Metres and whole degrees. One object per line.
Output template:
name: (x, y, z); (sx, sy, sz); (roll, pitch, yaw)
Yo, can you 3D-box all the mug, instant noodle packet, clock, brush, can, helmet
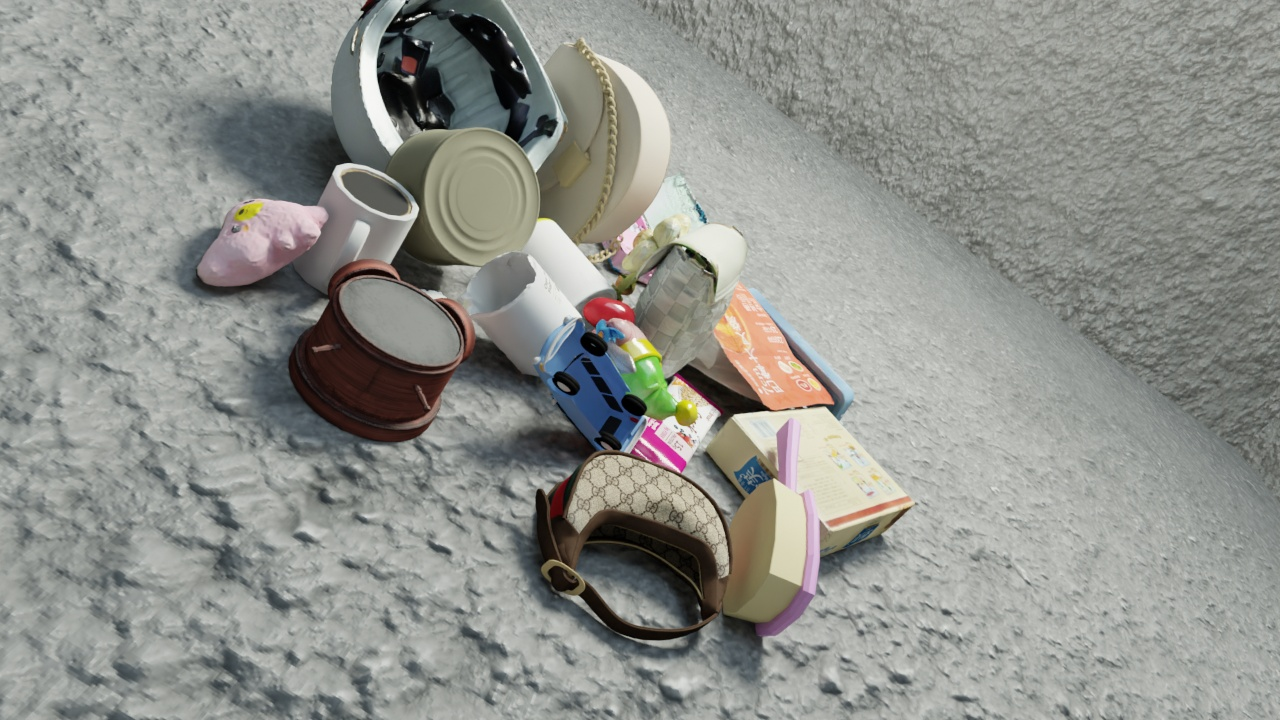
mug: (-0.087, -0.080, 0.935); (0.106, 0.083, 0.082); (48, 28, 19)
instant noodle packet: (0.120, -0.022, 1.075); (0.221, 0.084, 0.164); (45, 26, 28)
clock: (-0.194, -0.014, 0.704); (0.120, 0.072, 0.157); (30, 28, -16)
brush: (0.116, 0.130, 0.807); (0.043, 0.089, 0.228); (26, 40, -12)
mug: (-0.241, -0.100, 0.765); (0.073, 0.090, 0.105); (27, 28, -21)
can: (-0.164, -0.150, 0.848); (0.127, 0.128, 0.073); (10, 0, -44)
helmet: (-0.221, -0.264, 0.959); (0.236, 0.164, 0.263); (56, 45, -27)

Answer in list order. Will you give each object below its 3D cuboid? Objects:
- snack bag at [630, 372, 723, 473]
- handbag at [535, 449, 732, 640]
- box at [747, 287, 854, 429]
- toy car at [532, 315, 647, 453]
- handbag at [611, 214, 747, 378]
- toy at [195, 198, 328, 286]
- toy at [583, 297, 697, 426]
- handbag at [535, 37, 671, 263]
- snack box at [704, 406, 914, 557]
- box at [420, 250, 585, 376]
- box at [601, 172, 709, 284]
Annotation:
snack bag: (0.036, 0.065, 0.928); (0.070, 0.016, 0.196); (40, 26, 3)
handbag: (-0.005, 0.144, 0.705); (0.166, 0.063, 0.138); (24, 38, -26)
box: (0.189, 0.007, 1.172); (0.209, 0.049, 0.120); (52, -12, 28)
toy car: (-0.044, 0.027, 0.783); (0.055, 0.056, 0.153); (14, -31, 38)
handbag: (0.025, -0.066, 0.958); (0.123, 0.172, 0.112); (34, 32, 9)
toy: (-0.292, -0.096, 0.715); (0.102, 0.093, 0.050); (-95, 169, -51)
toy: (-0.005, 0.005, 0.863); (0.096, 0.124, 0.131); (-9, 52, -8)
handbag: (-0.066, -0.247, 1.084); (0.103, 0.211, 0.208); (-6, 59, -54)
snack box: (0.183, 0.124, 0.971); (0.207, 0.055, 0.153); (-1, 44, -52)
box: (-0.137, -0.033, 0.821); (0.137, 0.144, 0.083); (55, 12, -45)
box: (0.008, -0.183, 1.246); (0.158, 0.066, 0.230); (-1, 39, -17)
